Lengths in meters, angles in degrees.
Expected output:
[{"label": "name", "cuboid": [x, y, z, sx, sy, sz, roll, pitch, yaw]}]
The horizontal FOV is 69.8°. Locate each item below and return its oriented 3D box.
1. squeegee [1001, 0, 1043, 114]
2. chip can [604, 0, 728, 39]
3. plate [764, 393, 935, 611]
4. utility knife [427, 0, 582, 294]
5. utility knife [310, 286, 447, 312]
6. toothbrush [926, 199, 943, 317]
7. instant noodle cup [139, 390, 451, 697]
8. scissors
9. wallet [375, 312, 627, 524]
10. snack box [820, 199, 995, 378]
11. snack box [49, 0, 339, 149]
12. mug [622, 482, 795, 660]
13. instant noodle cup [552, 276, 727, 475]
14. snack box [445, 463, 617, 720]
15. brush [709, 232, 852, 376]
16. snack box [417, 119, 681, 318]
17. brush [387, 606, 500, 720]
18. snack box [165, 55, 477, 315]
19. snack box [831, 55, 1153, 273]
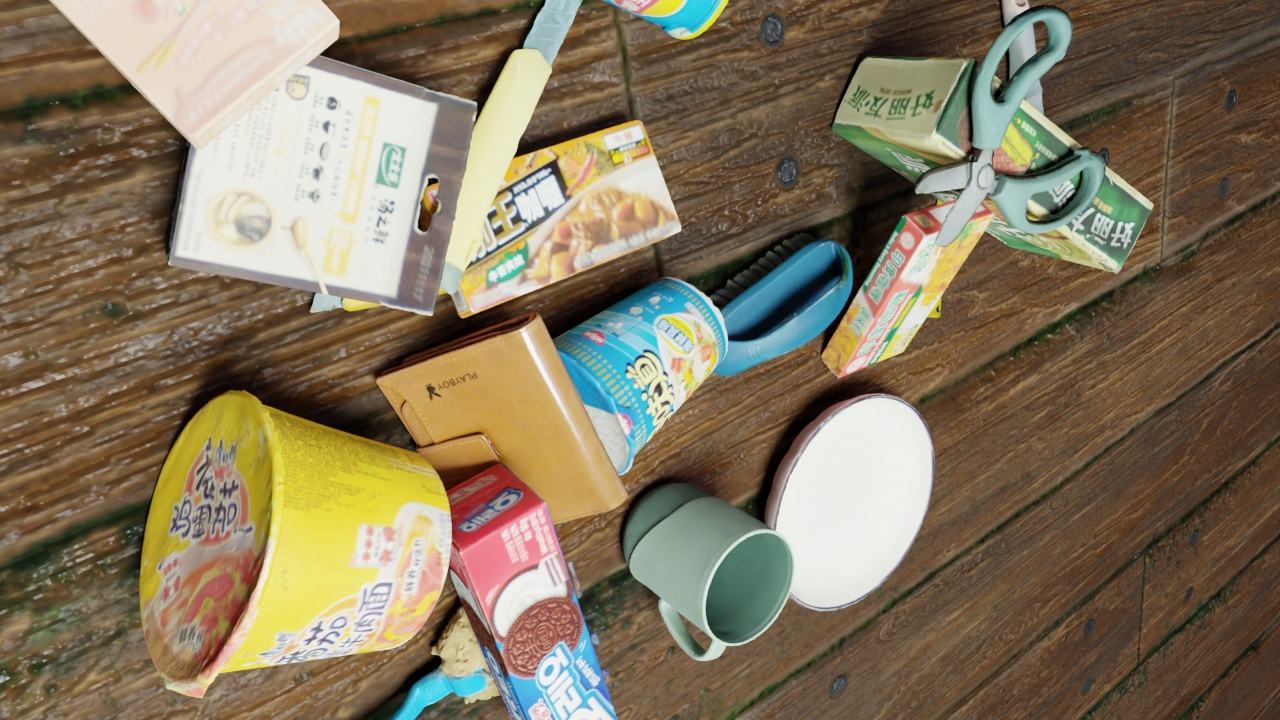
[{"label": "squeegee", "cuboid": [0.311, -0.291, 0.750, 0.247, 0.040, 0.250, -26, 125, -9]}, {"label": "chip can", "cuboid": [-0.045, -0.242, 0.489, 0.210, 0.071, 0.071, 10, 99, -37]}, {"label": "plate", "cuboid": [0.172, 0.117, 0.780, 0.192, 0.039, 0.192, -11, 111, -32]}, {"label": "utility knife", "cuboid": [-0.073, -0.136, 0.514, 0.031, 0.022, 0.212, 28, 79, -23]}, {"label": "utility knife", "cuboid": [-0.109, -0.051, 0.539, 0.170, 0.015, 0.033, -16, 111, -31]}, {"label": "toothbrush", "cuboid": [0.259, -0.129, 0.777, 0.015, 0.016, 0.190, -9, 110, -28]}, {"label": "instant noodle cup", "cuboid": [-0.173, 0.093, 0.473, 0.109, 0.138, 0.138, 19, 93, -46]}, {"label": "scissors", "cuboid": [0.262, -0.138, 0.621, 0.180, 0.019, 0.170, 27, 92, -32]}, {"label": "wallet", "cuboid": [-0.081, 0.045, 0.548, 0.108, 0.031, 0.132, -17, 114, 15]}, {"label": "snack box", "cuboid": [0.201, -0.054, 0.704, 0.076, 0.027, 0.156, -19, 148, -30]}, {"label": "snack box", "cuboid": [-0.213, -0.176, 0.385, 0.084, 0.026, 0.157, -46, 105, -15]}, {"label": "mug", "cuboid": [0.041, 0.152, 0.654, 0.082, 0.106, 0.112, 2, 103, -37]}, {"label": "instant noodle cup", "cuboid": [-0.003, 0.003, 0.589, 0.109, 0.099, 0.099, -38, 123, -30]}, {"label": "snack box", "cuboid": [-0.066, 0.164, 0.557, 0.058, 0.057, 0.208, -29, 124, -24]}, {"label": "brush", "cuboid": [0.101, -0.038, 0.658, 0.143, 0.073, 0.055, -37, 127, -21]}, {"label": "snack box", "cuboid": [-0.052, -0.087, 0.547, 0.153, 0.026, 0.075, -25, 97, -28]}, {"label": "brush", "cuboid": [-0.149, 0.225, 0.575, 0.254, 0.046, 0.083, -35, 126, -29]}, {"label": "snack box", "cuboid": [-0.159, -0.091, 0.459, 0.125, 0.053, 0.113, 10, 98, -30]}, {"label": "snack box", "cuboid": [0.271, -0.148, 0.699, 0.240, 0.114, 0.063, 22, 97, -32]}]
